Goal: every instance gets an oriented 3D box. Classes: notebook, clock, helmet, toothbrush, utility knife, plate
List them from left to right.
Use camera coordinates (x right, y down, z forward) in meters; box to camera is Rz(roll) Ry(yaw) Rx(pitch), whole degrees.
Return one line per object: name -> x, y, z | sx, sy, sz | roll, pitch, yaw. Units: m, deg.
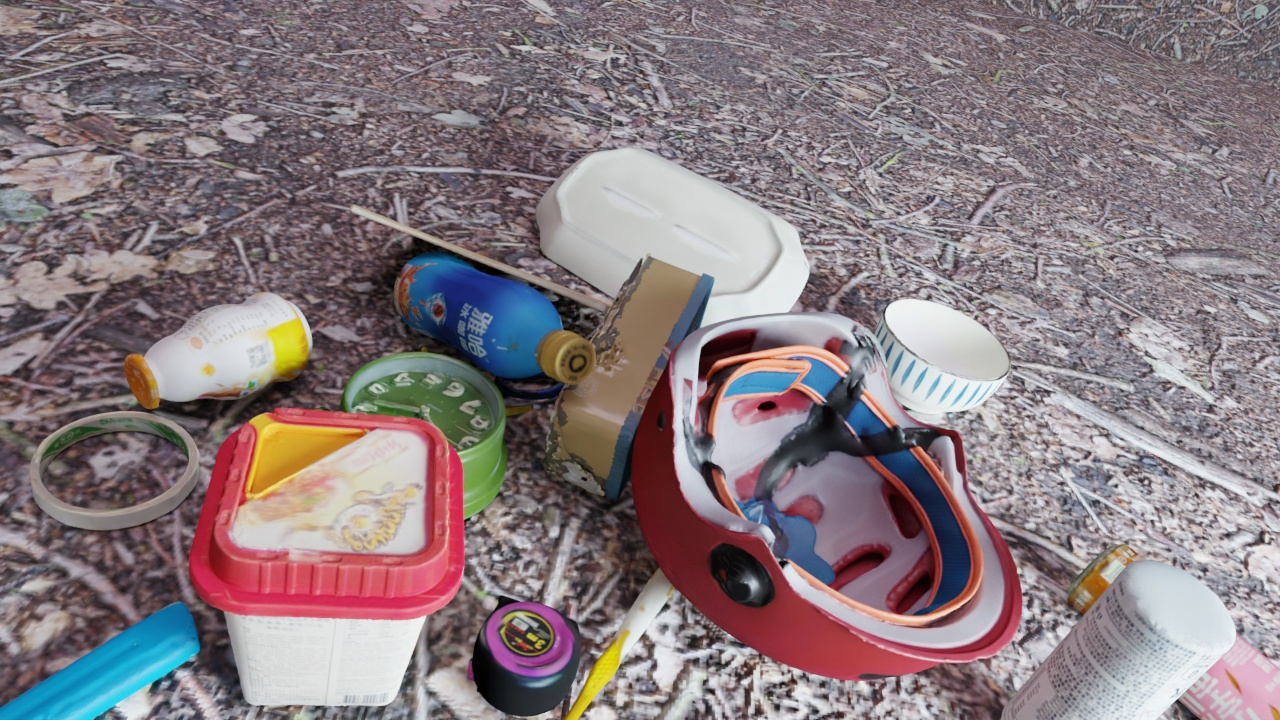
utility knife -> -0.281, 0.167, 0.402 | 0.034, 0.018, 0.187 | 24, 35, 28
clock -> -0.148, 0.054, 0.578 | 0.116, 0.056, 0.160 | 26, 36, 13
notebook -> -0.113, -0.076, 0.743 | 0.208, 0.008, 0.147 | 22, 3, 6
toothbrush -> -0.018, 0.171, 0.515 | 0.016, 0.018, 0.190 | 29, 35, 12
plate -> 0.025, -0.119, 0.839 | 0.266, 0.034, 0.161 | 33, 67, 20
helmet -> 0.095, 0.095, 0.559 | 0.206, 0.144, 0.240 | -19, 65, -42

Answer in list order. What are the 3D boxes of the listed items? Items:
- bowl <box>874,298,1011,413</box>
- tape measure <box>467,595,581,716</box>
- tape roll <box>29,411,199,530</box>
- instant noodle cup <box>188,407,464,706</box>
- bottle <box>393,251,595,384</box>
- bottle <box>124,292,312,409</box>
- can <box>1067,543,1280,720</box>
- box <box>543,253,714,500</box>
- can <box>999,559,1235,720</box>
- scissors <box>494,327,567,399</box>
bowl -> 0.255, 0.004, 0.808 | 0.116, 0.066, 0.116 | 12, 36, -9
tape measure -> -0.062, 0.159, 0.490 | 0.057, 0.039, 0.057 | 18, 31, 0
tape roll -> -0.305, 0.063, 0.535 | 0.085, 0.014, 0.085 | 12, 36, -9
instant noodle cup -> -0.151, 0.103, 0.452 | 0.116, 0.124, 0.116 | 6, 36, -16
bottle -> -0.102, -0.028, 0.634 | 0.065, 0.065, 0.219 | -11, 21, -34
bottle -> -0.272, -0.004, 0.595 | 0.063, 0.063, 0.108 | 36, 39, 24
can -> 0.362, 0.191, 0.611 | 0.057, 0.058, 0.147 | -15, 47, -37
box -> -0.004, 0.004, 0.651 | 0.061, 0.090, 0.183 | 24, 53, 8
can -> 0.256, 0.177, 0.507 | 0.058, 0.147, 0.058 | 11, 36, -8
scissors -> -0.037, 0.007, 0.715 | 0.163, 0.012, 0.160 | 31, 41, 27
